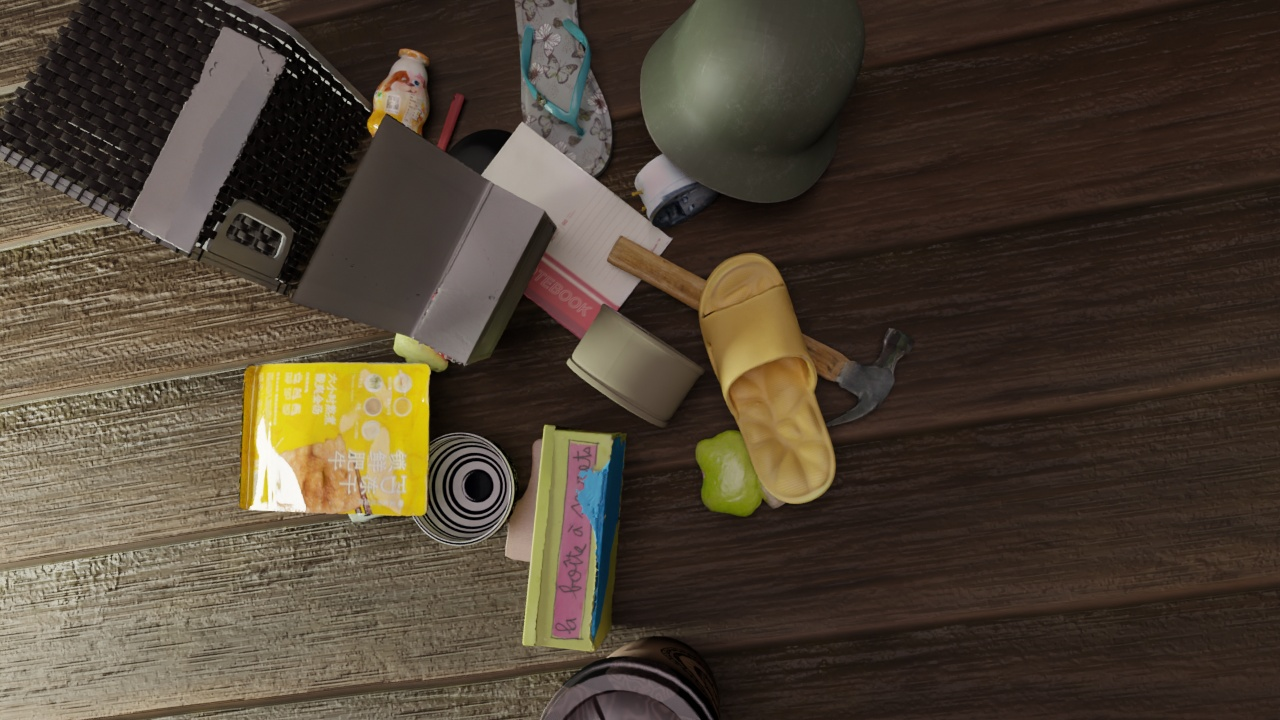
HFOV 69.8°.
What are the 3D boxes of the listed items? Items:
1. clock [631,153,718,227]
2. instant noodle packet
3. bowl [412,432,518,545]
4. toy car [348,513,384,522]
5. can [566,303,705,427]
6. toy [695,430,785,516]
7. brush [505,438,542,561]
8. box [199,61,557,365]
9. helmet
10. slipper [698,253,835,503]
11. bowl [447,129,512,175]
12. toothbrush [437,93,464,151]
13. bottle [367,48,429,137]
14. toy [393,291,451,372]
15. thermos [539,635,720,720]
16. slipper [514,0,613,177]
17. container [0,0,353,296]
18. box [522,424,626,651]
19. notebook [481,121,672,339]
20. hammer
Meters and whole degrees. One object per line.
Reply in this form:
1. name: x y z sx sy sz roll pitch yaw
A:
1. clock: 0.050 -0.192 0.987 0.118 0.083 0.057 -29 76 7
2. instant noodle packet: -0.322 0.085 1.001 0.222 0.084 0.163 -1 84 22
3. bowl: -0.187 0.139 1.006 0.120 0.066 0.120 -1 86 9
4. toy car: -0.286 0.151 1.039 0.105 0.033 0.048 -17 82 6
5. can: -0.006 0.006 0.958 0.128 0.127 0.073 34 93 10
6. toy: 0.119 0.118 0.973 0.118 0.043 0.092 -8 82 5
7. brush: -0.117 0.155 1.023 0.050 0.015 0.135 6 81 10
8. box: -0.179 -0.092 0.806 0.108 0.418 0.166 28 92 11
9. helmet: 0.133 -0.314 0.919 0.227 0.154 0.267 21 61 -8
10. slipper: 0.125 0.016 0.923 0.099 0.078 0.263 -19 82 9
11. bowl: -0.179 -0.209 1.038 0.124 0.052 0.124 -1 86 9
12. toothbrush: -0.244 -0.221 1.066 0.016 0.016 0.190 21 89 -33
13. bottle: -0.272 -0.300 1.054 0.063 0.063 0.109 15 88 10
14. toy: -0.221 -0.044 1.036 0.135 0.045 0.091 -42 83 10
15. thermos: 0.003 0.353 0.880 0.173 0.226 0.172 -1 86 9
16. slipper: -0.100 -0.334 1.036 0.098 0.054 0.268 -14 82 10
17. container: -0.475 -0.250 0.994 0.245 0.247 0.243 27 87 10
18. box: -0.066 0.178 0.958 0.079 0.124 0.221 3 88 7
19. notebook: -0.092 -0.138 1.012 0.208 0.012 0.153 37 90 -6
20. hammer: 0.114 -0.041 0.982 0.330 0.033 0.132 29 93 6
